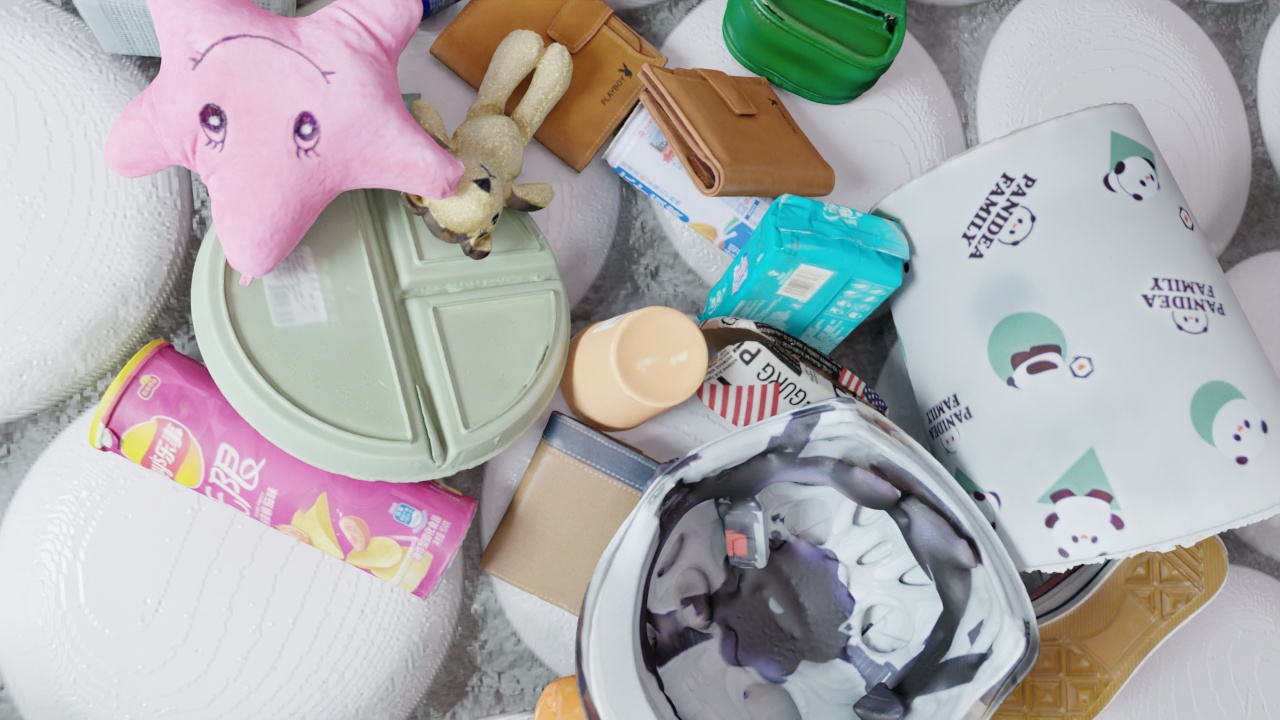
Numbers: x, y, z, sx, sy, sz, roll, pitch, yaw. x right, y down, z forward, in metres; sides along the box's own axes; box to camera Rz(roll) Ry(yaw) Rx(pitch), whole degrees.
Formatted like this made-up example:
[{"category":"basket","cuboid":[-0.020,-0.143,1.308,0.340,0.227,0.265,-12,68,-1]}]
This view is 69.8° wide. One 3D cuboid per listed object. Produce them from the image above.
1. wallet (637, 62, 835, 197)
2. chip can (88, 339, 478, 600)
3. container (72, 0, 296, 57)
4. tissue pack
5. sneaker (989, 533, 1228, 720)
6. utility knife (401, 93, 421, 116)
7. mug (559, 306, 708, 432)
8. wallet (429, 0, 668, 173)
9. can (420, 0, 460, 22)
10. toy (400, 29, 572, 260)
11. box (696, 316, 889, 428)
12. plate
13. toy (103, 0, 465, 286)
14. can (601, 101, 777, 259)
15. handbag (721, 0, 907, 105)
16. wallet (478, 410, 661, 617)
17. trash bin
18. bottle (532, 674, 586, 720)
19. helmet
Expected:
[{"category":"wallet","cuboid":[0.067,-0.155,0.626,0.131,0.031,0.107,-10,63,-45]},{"category":"chip can","cuboid":[-0.205,0.067,0.547,0.210,0.071,0.071,28,78,-10]},{"category":"container","cuboid":[-0.269,-0.234,0.556,0.111,0.090,0.090,4,83,-17]},{"category":"tissue pack","cuboid":[0.104,-0.048,0.613,0.093,0.134,0.050,13,55,-16]},{"category":"sneaker","cuboid":[0.302,0.194,0.660,0.241,0.087,0.118,-43,83,7]},{"category":"utility knife","cuboid":[-0.221,-0.156,0.598,0.157,0.013,0.029,-9,84,-13]},{"category":"mug","cuboid":[-0.003,0.003,0.580,0.078,0.123,0.078,2,83,-15]},{"category":"wallet","cuboid":[-0.058,-0.215,0.639,0.130,0.035,0.119,37,83,-8]},{"category":"can","cuboid":[-0.170,-0.291,0.594,0.049,0.075,0.148,-37,94,-19]},{"category":"toy","cuboid":[-0.090,-0.141,0.577,0.105,0.066,0.157,34,65,-26]},{"category":"box","cuboid":[0.104,0.011,0.615,0.163,0.075,0.082,30,39,-31]},{"category":"plate","cuboid":[-0.148,-0.040,0.562,0.230,0.028,0.229,10,64,-20]},{"category":"toy","cuboid":[-0.193,-0.128,0.506,0.194,0.074,0.178,9,94,-5]},{"category":"can","cuboid":[0.041,-0.122,0.640,0.134,0.053,0.053,35,77,-9]},{"category":"handbag","cuboid":[0.133,-0.262,0.678,0.131,0.068,0.120,25,71,-10]},{"category":"wallet","cuboid":[-0.042,0.102,0.603,0.090,0.033,0.115,27,84,-8]},{"category":"trash bin","cuboid":[0.281,-0.014,0.612,0.229,0.230,0.252,-16,83,-16]},{"category":"bottle","cuboid":[0.006,0.247,0.591,0.149,0.067,0.066,19,79,-19]},{"category":"helmet","cuboid":[0.087,0.160,0.563,0.258,0.146,0.229,-37,76,-12]}]
